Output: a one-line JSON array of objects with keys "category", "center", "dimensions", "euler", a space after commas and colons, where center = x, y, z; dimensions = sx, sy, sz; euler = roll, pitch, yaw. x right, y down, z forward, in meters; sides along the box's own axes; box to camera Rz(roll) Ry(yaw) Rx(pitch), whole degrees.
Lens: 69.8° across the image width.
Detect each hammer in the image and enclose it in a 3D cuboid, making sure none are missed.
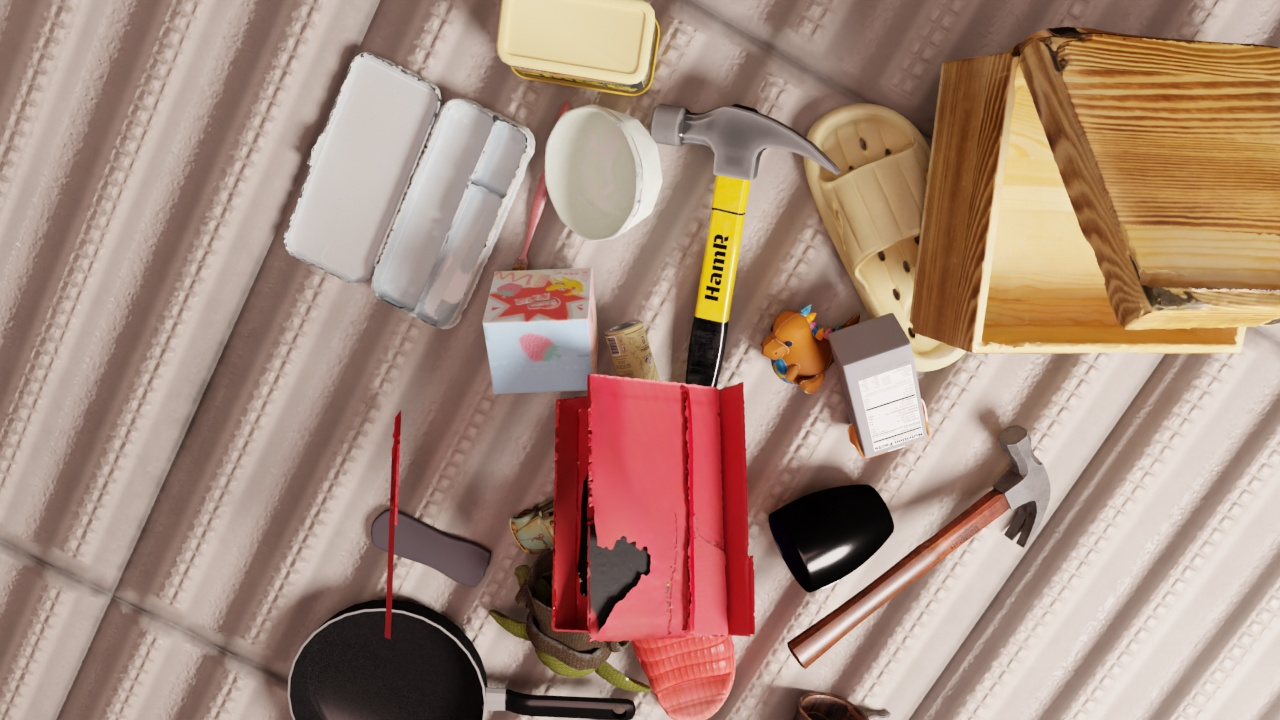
[{"category": "hammer", "center": [0.074, -0.067, 0.845], "dimensions": [0.170, 0.034, 0.325], "euler": [13, 109, 16]}, {"category": "hammer", "center": [0.266, 0.192, 0.874], "dimensions": [0.300, 0.028, 0.111], "euler": [-35, 115, -6]}]

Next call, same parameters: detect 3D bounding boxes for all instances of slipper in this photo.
[{"category": "slipper", "center": [0.036, 0.259, 0.921], "dimensions": [0.103, 0.059, 0.249], "euler": [-12, 101, 4]}, {"category": "slipper", "center": [0.237, -0.108, 0.822], "dimensions": [0.111, 0.079, 0.261], "euler": [-24, 102, 3]}]

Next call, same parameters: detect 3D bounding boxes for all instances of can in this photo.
[{"category": "can", "center": [-0.051, -0.272, 0.778], "dimensions": [0.131, 0.101, 0.072], "euler": [9, 103, -1]}, {"category": "can", "center": [-0.005, 0.005, 0.873], "dimensions": [0.038, 0.038, 0.079], "euler": [-16, 102, 5]}]

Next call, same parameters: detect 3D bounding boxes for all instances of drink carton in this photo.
[{"category": "drink carton", "center": [0.219, 0.026, 0.842], "dimensions": [0.076, 0.048, 0.125], "euler": [-19, 129, 6]}]

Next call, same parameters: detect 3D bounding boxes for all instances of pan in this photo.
[{"category": "pan", "center": [-0.184, 0.346, 0.953], "dimensions": [0.356, 0.044, 0.204], "euler": [2, 103, 1]}]

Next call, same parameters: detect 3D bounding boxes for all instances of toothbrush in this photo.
[{"category": "toothbrush", "center": [-0.094, -0.150, 0.852], "dimensions": [0.015, 0.015, 0.184], "euler": [18, 102, -2]}]

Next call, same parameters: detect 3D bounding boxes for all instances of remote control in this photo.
[{"category": "remote control", "center": [-0.215, 0.190, 0.936], "dimensions": [0.124, 0.009, 0.046], "euler": [24, 102, -4]}]

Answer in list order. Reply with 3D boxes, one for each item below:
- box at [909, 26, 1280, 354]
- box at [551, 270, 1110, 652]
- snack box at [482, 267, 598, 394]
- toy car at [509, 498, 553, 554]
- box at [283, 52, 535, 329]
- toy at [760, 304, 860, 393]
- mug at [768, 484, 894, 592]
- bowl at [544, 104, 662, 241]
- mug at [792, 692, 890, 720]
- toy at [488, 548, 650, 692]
[{"category": "box", "center": [0.404, -0.130, 0.690], "dimensions": [0.279, 0.264, 0.270], "euler": [0, 101, -14]}, {"category": "box", "center": [0.104, 0.102, 0.686], "dimensions": [0.469, 0.138, 0.214], "euler": [-12, 71, 39]}, {"category": "snack box", "center": [-0.087, -0.028, 0.828], "dimensions": [0.093, 0.094, 0.080], "euler": [-2, 125, 2]}, {"category": "toy car", "center": [-0.076, 0.161, 0.906], "dimensions": [0.112, 0.047, 0.047], "euler": [-24, 105, 7]}, {"category": "box", "center": [-0.216, -0.154, 0.850], "dimensions": [0.190, 0.037, 0.209], "euler": [25, 102, 4]}, {"category": "toy", "center": [0.158, -0.024, 0.842], "dimensions": [0.103, 0.070, 0.090], "euler": [-36, 144, -4]}, {"category": "mug", "center": [0.191, 0.176, 0.894], "dimensions": [0.100, 0.085, 0.119], "euler": [-24, 132, -8]}, {"category": "bowl", "center": [-0.025, -0.167, 0.812], "dimensions": [0.117, 0.061, 0.117], "euler": [17, 115, 40]}, {"category": "mug", "center": [0.202, 0.411, 0.950], "dimensions": [0.115, 0.080, 0.107], "euler": [5, 103, -29]}, {"category": "toy", "center": [-0.064, 0.247, 0.892], "dimensions": [0.179, 0.078, 0.153], "euler": [22, 134, 14]}]
